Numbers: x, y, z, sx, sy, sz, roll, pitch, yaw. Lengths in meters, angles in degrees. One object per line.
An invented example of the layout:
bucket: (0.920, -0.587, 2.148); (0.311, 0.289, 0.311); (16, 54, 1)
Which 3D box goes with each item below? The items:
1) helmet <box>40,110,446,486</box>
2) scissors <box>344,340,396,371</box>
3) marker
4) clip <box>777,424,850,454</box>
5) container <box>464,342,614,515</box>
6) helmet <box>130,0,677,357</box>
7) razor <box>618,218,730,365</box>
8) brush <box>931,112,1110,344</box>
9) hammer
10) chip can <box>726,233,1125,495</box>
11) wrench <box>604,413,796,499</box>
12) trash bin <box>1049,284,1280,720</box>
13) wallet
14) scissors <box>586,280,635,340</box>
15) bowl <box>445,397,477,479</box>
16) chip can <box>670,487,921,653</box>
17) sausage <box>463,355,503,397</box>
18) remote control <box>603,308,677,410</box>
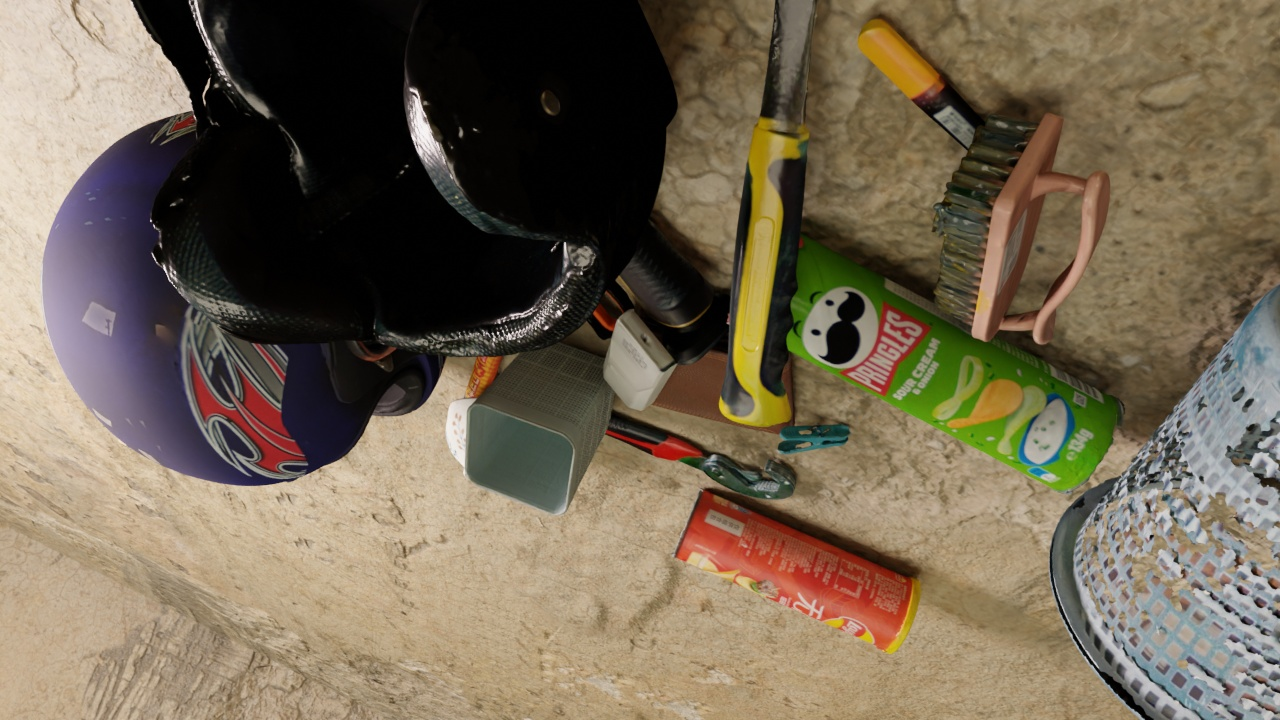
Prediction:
helmet: (-0.288, -0.023, 0.690); (0.247, 0.239, 0.316); (12, 143, 22)
scissors: (-0.163, -0.100, 0.597); (0.015, 0.188, 0.226); (13, 163, 33)
marker: (0.157, -0.129, 0.467); (0.124, 0.015, 0.018); (36, 145, -18)
clip: (0.133, 0.059, 0.704); (0.055, 0.013, 0.038); (-8, 146, 1)
container: (-0.075, 0.046, 0.741); (0.090, 0.111, 0.090); (19, 130, 10)
helmet: (-0.108, -0.131, 0.449); (0.234, 0.229, 0.275); (-15, 117, 38)
razor: (-0.003, -0.072, 0.615); (0.167, 0.062, 0.068); (48, 171, -20)
brush: (0.195, -0.056, 0.480); (0.073, 0.063, 0.146); (24, 158, 26)
hammer: (0.068, -0.103, 0.468); (0.126, 0.031, 0.324); (15, 126, 19)
chip can: (0.174, -0.002, 0.568); (0.236, 0.072, 0.072); (27, 145, -2)
wrench: (0.004, 0.068, 0.810); (0.273, 0.016, 0.056); (19, 144, 10)
trash bin: (0.350, 0.072, 0.454); (0.227, 0.225, 0.195); (15, 130, 16)
wallet: (0.056, 0.012, 0.696); (0.125, 0.032, 0.101); (14, 146, 18)
scissors: (-0.087, -0.091, 0.666); (0.229, 0.021, 0.222); (33, 140, -6)
bowl: (-0.130, 0.084, 0.851); (0.113, 0.062, 0.114); (11, 158, 4)
chip can: (0.139, 0.189, 0.832); (0.216, 0.073, 0.073); (23, 145, 6)
sausage: (-0.141, 0.012, 0.826); (0.021, 0.021, 0.166); (28, 145, -3)
remote control: (-0.004, 0.004, 0.657); (0.049, 0.024, 0.125); (49, 164, 8)
